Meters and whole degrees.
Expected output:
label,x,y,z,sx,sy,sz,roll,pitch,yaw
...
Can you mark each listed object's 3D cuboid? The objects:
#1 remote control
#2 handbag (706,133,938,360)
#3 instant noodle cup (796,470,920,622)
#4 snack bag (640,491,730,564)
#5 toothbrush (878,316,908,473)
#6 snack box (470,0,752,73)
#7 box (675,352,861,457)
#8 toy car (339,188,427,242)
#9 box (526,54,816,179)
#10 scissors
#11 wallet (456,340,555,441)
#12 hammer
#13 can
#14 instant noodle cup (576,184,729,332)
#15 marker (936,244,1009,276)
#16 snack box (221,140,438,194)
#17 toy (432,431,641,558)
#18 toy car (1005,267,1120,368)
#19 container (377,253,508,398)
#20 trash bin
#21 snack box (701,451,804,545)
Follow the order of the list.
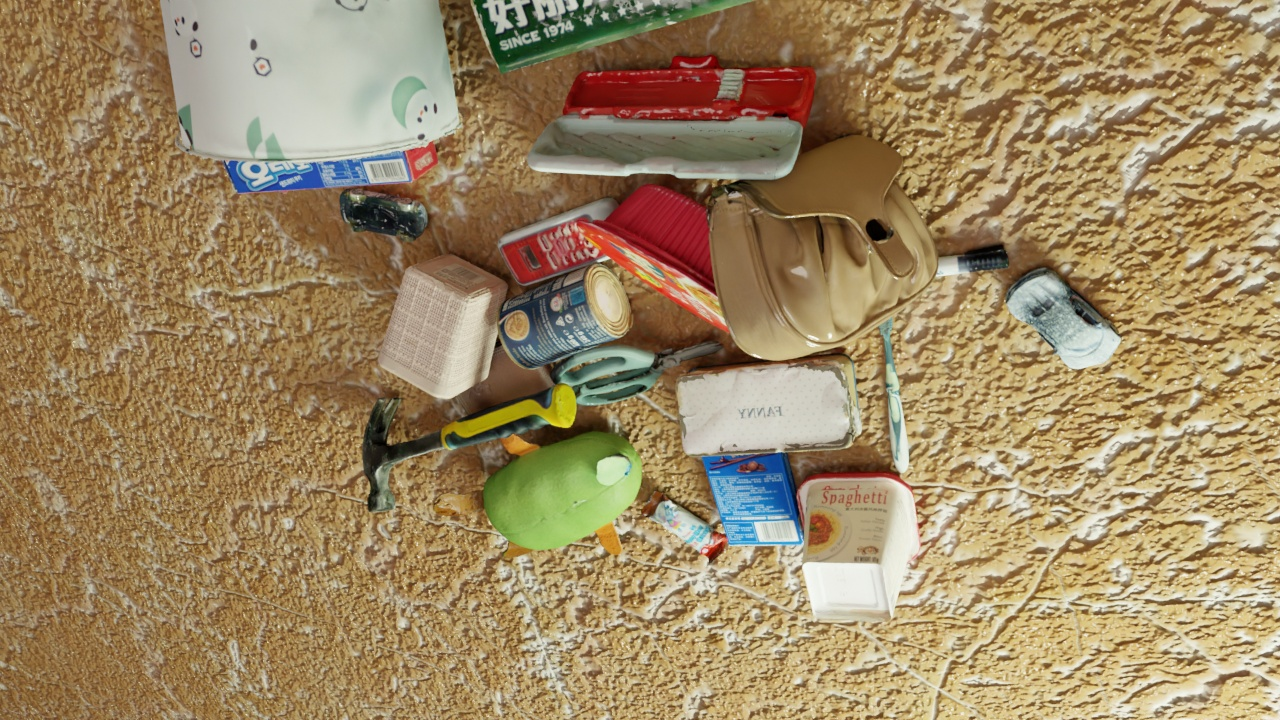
label,x,y,z,sx,sy,sz,roll,pitch,yaw
remote control,-0.072,-0.112,0.877,0.136,0.020,0.056,-14,115,27
handbag,0.146,-0.089,0.700,0.100,0.203,0.148,-21,97,52
instant noodle cup,0.211,0.185,0.905,0.116,0.124,0.117,-4,120,22
snack bag,0.051,0.185,1.024,0.105,0.026,0.045,35,130,-2
toothbrush,0.237,0.031,0.860,0.016,0.018,0.192,-3,121,21
snack box,0.005,-0.284,0.677,0.240,0.114,0.063,-8,118,23
box,0.114,0.044,0.873,0.185,0.059,0.090,-3,95,25
toy car,-0.254,-0.147,0.912,0.090,0.034,0.043,12,123,10
box,0.028,-0.183,0.710,0.201,0.157,0.038,5,137,17
scissors,-0.004,0.001,0.894,0.180,0.019,0.139,-19,151,21
wallet,-0.143,0.027,0.989,0.125,0.032,0.101,-20,111,29
hammer,-0.193,0.075,0.972,0.324,0.031,0.126,-18,76,37
can,-0.073,-0.042,0.889,0.111,0.075,0.075,-19,114,29
instant noodle cup,0.043,-0.087,0.777,0.194,0.194,0.066,33,89,-3
marker,0.245,-0.081,0.784,0.131,0.018,0.023,-4,112,22
snack box,-0.301,-0.199,0.879,0.208,0.058,0.057,0,122,20
toy,-0.097,0.148,1.015,0.247,0.089,0.227,-26,122,27
toy car,0.354,-0.032,0.768,0.105,0.031,0.049,39,127,-9
container,-0.194,-0.038,0.916,0.090,0.089,0.111,27,116,14
trash bin,-0.263,-0.303,0.705,0.230,0.228,0.252,7,118,16
snack box,0.117,0.128,0.962,0.085,0.026,0.157,-5,120,23
